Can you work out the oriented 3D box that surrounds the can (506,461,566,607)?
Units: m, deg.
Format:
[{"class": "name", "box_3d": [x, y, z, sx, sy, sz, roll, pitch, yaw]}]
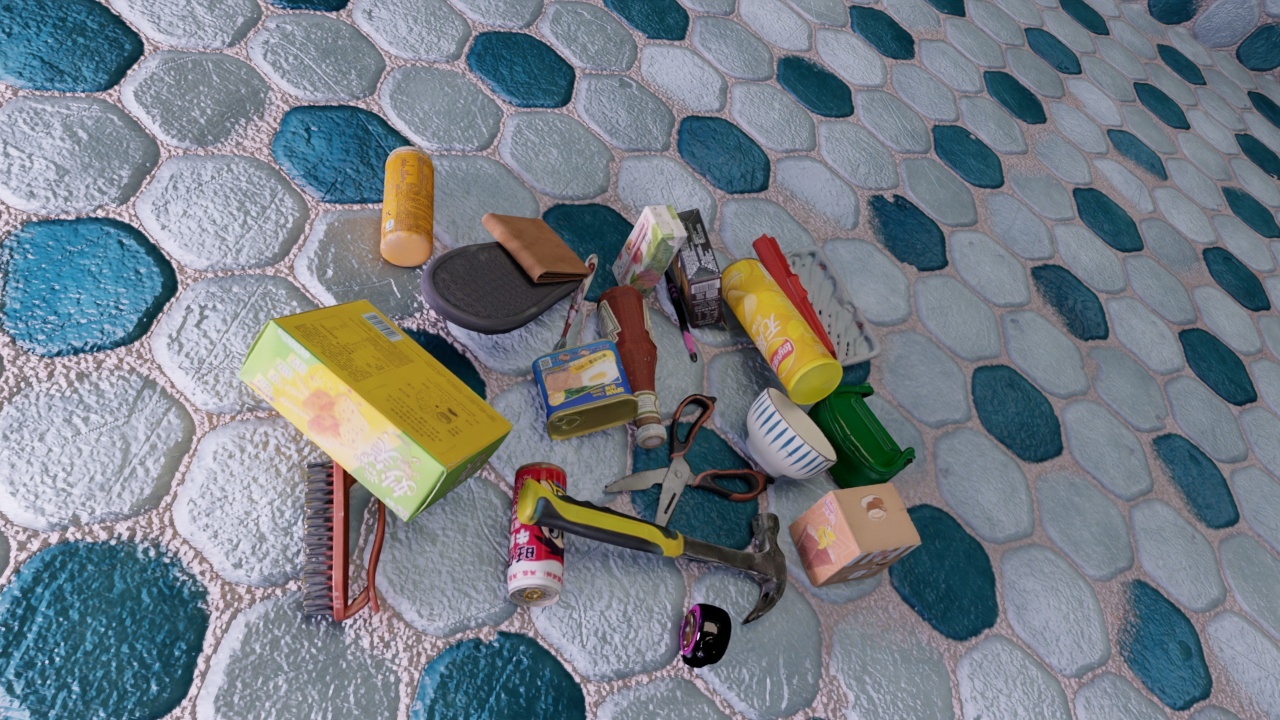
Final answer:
[{"class": "can", "box_3d": [-0.100, 0.169, 0.897, 0.053, 0.053, 0.132, 14, 50, -19]}]

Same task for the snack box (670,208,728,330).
[{"class": "snack box", "box_3d": [0.074, -0.111, 1.177, 0.053, 0.126, 0.113, -12, 58, -4]}]

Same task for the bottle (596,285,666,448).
[{"class": "bottle", "box_3d": [-0.006, 0.006, 1.067, 0.059, 0.060, 0.205, 4, 53, -25]}]

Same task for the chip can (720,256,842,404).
[{"class": "chip can", "box_3d": [0.171, -0.042, 1.156, 0.072, 0.072, 0.213, -1, 43, -28]}]

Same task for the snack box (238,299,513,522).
[{"class": "snack box", "box_3d": [-0.243, 0.039, 0.867, 0.210, 0.070, 0.157, 40, 18, 4]}]

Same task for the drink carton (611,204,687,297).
[{"class": "drink carton", "box_3d": [0.008, -0.134, 1.139, 0.045, 0.123, 0.053, -7, 60, -30]}]

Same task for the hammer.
[{"class": "hammer", "box_3d": [0.023, 0.184, 0.927, 0.323, 0.032, 0.126, 20, 49, -29]}]

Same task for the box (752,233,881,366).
[{"class": "box", "box_3d": [0.234, -0.080, 1.259, 0.154, 0.074, 0.201, 4, 53, -42]}]

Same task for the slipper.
[{"class": "slipper", "box_3d": [-0.157, -0.074, 1.045, 0.110, 0.083, 0.267, 45, 29, 6]}]

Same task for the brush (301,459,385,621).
[{"class": "brush", "box_3d": [-0.262, 0.159, 0.814, 0.069, 0.063, 0.145, -2, 57, -13]}]

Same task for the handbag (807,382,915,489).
[{"class": "handbag", "box_3d": [0.276, 0.092, 1.145, 0.120, 0.068, 0.131, -20, 67, -38]}]

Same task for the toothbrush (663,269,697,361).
[{"class": "toothbrush", "box_3d": [0.047, -0.080, 1.191, 0.014, 0.018, 0.189, -5, 59, -19]}]

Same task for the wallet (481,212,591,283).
[{"class": "wallet", "box_3d": [-0.119, -0.132, 1.071, 0.101, 0.020, 0.115, 48, 24, 16]}]

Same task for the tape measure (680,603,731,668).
[{"class": "tape measure", "box_3d": [0.062, 0.269, 0.905, 0.039, 0.057, 0.057, 20, 57, -12]}]

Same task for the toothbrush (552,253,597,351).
[{"class": "toothbrush", "box_3d": [-0.078, -0.069, 1.116, 0.016, 0.017, 0.187, 25, 49, -10]}]

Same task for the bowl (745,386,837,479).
[{"class": "bowl", "box_3d": [0.167, 0.094, 1.074, 0.116, 0.066, 0.116, 41, 16, -15]}]

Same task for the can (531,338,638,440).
[{"class": "can", "box_3d": [-0.062, 0.031, 1.006, 0.102, 0.057, 0.083, -14, 59, -9]}]

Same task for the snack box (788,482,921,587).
[{"class": "snack box", "box_3d": [0.238, 0.195, 1.028, 0.092, 0.095, 0.077, -2, 57, -29]}]

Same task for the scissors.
[{"class": "scissors", "box_3d": [0.054, 0.118, 1.044, 0.225, 0.015, 0.188, 3, 55, -27]}]

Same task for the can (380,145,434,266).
[{"class": "can", "box_3d": [-0.271, -0.181, 1.071, 0.058, 0.058, 0.145, 8, 52, -22]}]
